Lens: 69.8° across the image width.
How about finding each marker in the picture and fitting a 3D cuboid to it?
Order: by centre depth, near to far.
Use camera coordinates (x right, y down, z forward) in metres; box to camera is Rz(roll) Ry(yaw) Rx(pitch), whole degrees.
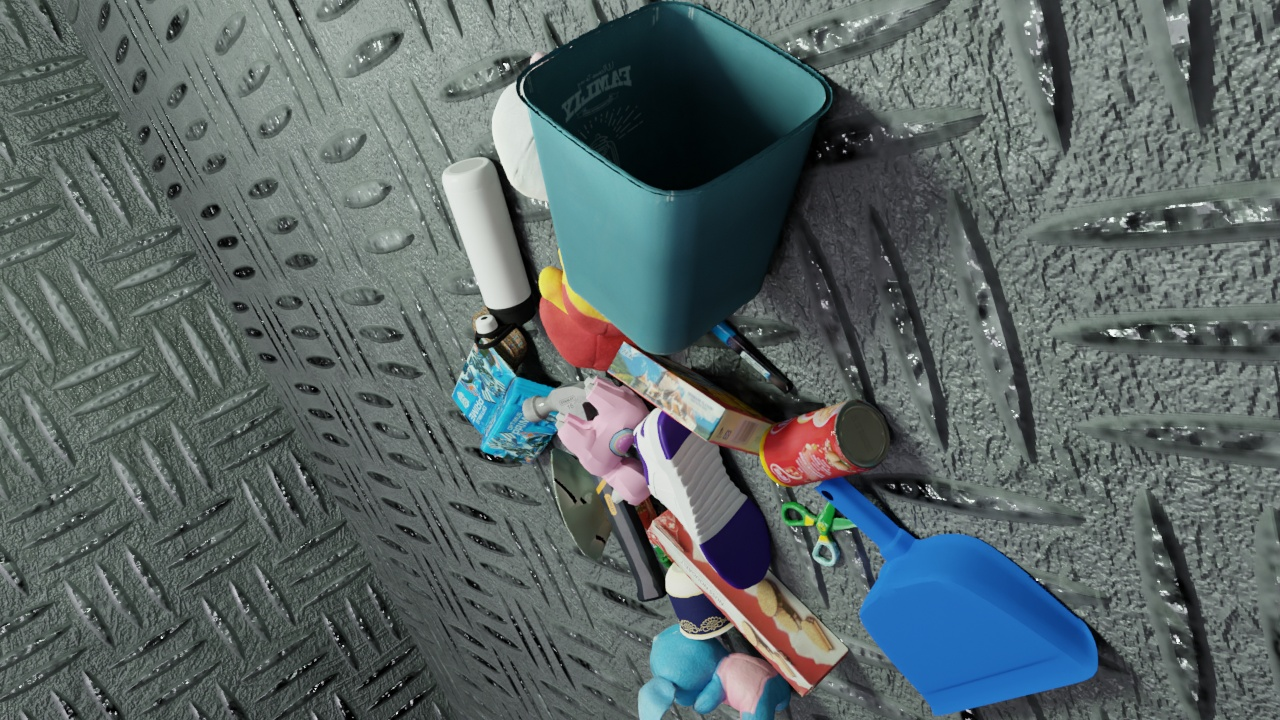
[{"bbox_3d":[0.108,-0.010,0.942,0.123,0.015,0.018,43,150,17],"label":"marker"}]

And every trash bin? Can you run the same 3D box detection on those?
[{"bbox_3d":[0.024,-0.143,0.781,0.199,0.196,0.219,41,152,26],"label":"trash bin"}]

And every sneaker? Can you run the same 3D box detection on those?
[{"bbox_3d":[0.063,0.164,1.100,0.111,0.091,0.244,-9,109,61],"label":"sneaker"}]

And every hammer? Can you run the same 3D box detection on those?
[{"bbox_3d":[-0.043,0.177,1.227,0.140,0.035,0.312,-20,94,29],"label":"hammer"}]

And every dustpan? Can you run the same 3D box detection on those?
[{"bbox_3d":[0.264,0.217,0.890,0.257,0.059,0.246,42,148,6],"label":"dustpan"}]

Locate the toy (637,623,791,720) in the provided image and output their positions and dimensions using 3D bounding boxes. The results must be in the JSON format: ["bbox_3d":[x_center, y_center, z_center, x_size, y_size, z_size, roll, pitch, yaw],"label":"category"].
[{"bbox_3d":[0.096,0.421,1.203,0.191,0.223,0.099,20,109,20],"label":"toy"}]

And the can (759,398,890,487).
[{"bbox_3d":[0.175,0.081,0.880,0.066,0.066,0.125,58,149,-2],"label":"can"}]

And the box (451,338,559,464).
[{"bbox_3d":[-0.206,0.074,1.372,0.175,0.060,0.244,34,148,-3],"label":"box"}]

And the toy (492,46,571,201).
[{"bbox_3d":[-0.080,-0.239,0.923,0.139,0.101,0.180,42,131,1],"label":"toy"}]

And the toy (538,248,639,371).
[{"bbox_3d":[-0.043,-0.053,0.992,0.147,0.098,0.217,20,161,-6],"label":"toy"}]

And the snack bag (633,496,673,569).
[{"bbox_3d":[0.012,0.231,1.286,0.087,0.044,0.155,24,145,61],"label":"snack bag"}]

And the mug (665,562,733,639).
[{"bbox_3d":[0.073,0.301,1.218,0.112,0.085,0.089,15,129,64],"label":"mug"}]

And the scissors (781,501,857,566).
[{"bbox_3d":[0.204,0.185,0.989,0.108,0.012,0.132,60,151,-8],"label":"scissors"}]

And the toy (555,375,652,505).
[{"bbox_3d":[-0.030,0.103,1.149,0.157,0.123,0.067,40,-174,-9],"label":"toy"}]

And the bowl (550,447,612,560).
[{"bbox_3d":[-0.064,0.193,1.312,0.174,0.068,0.174,-21,-91,-82],"label":"bowl"}]

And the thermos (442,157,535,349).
[{"bbox_3d":[-0.202,-0.135,1.180,0.069,0.101,0.230,19,134,42],"label":"thermos"}]

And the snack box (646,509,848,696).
[{"bbox_3d":[0.128,0.281,1.126,0.273,0.076,0.044,44,144,21],"label":"snack box"}]

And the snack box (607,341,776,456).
[{"bbox_3d":[0.059,0.042,0.951,0.145,0.040,0.142,34,-172,34],"label":"snack box"}]

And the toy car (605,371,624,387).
[{"bbox_3d":[-0.007,0.006,1.090,0.092,0.042,0.036,-2,119,56],"label":"toy car"}]

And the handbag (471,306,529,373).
[{"bbox_3d":[-0.214,-0.003,1.378,0.093,0.043,0.196,43,148,13],"label":"handbag"}]
